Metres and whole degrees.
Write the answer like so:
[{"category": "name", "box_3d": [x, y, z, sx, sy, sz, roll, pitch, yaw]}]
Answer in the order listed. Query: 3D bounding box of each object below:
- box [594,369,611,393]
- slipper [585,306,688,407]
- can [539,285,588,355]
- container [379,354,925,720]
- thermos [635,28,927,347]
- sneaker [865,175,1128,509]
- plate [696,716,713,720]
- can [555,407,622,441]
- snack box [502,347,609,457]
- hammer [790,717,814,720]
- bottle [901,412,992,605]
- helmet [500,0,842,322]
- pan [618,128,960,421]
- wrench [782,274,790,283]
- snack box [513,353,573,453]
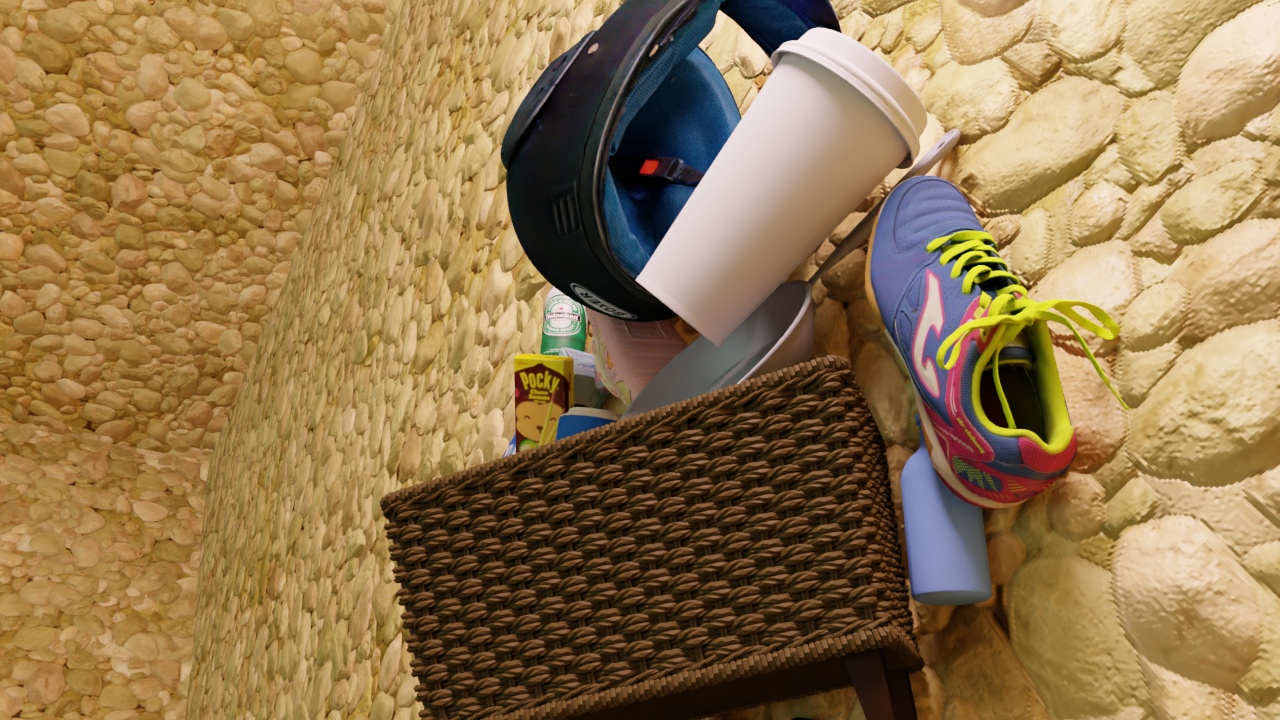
[{"category": "box", "box_3d": [-0.009, -0.082, 1.000, 0.098, 0.037, 0.232, -24, 56, 52]}, {"category": "slipper", "box_3d": [-0.005, 0.005, 0.878, 0.197, 0.093, 0.082, 61, 141, 41]}, {"category": "can", "box_3d": [-0.090, -0.039, 1.091, 0.053, 0.053, 0.101, -23, 57, 52]}, {"category": "container", "box_3d": [0.017, 0.163, 0.597, 0.321, 0.176, 0.204, -18, 62, 15]}, {"category": "thermos", "box_3d": [0.097, -0.121, 0.684, 0.222, 0.131, 0.131, -51, 34, 4]}, {"category": "sneaker", "box_3d": [0.216, -0.033, 0.575, 0.091, 0.116, 0.241, 104, 161, -60]}, {"category": "plate", "box_3d": [0.024, 0.295, 0.764, 0.157, 0.014, 0.156, -54, 26, 41]}, {"category": "can", "box_3d": [-0.054, 0.125, 0.931, 0.079, 0.079, 0.146, -11, 66, 55]}, {"category": "snack box", "box_3d": [-0.110, 0.093, 1.057, 0.227, 0.059, 0.059, -59, 38, 22]}, {"category": "hammer", "box_3d": [0.049, 0.387, 0.691, 0.313, 0.035, 0.139, -58, 33, 23]}, {"category": "bottle", "box_3d": [0.193, 0.088, 0.590, 0.048, 0.048, 0.131, -28, 53, 49]}, {"category": "helmet", "box_3d": [0.014, -0.194, 0.824, 0.316, 0.249, 0.236, -63, 27, 2]}, {"category": "pan", "box_3d": [0.116, -0.039, 0.704, 0.357, 0.051, 0.200, -40, 11, 5]}, {"category": "wrench", "box_3d": [0.117, -0.061, 0.818, 0.274, 0.009, 0.047, -63, 33, 16]}, {"category": "snack box", "box_3d": [-0.104, 0.069, 0.989, 0.061, 0.025, 0.149, 4, 100, 21]}]
